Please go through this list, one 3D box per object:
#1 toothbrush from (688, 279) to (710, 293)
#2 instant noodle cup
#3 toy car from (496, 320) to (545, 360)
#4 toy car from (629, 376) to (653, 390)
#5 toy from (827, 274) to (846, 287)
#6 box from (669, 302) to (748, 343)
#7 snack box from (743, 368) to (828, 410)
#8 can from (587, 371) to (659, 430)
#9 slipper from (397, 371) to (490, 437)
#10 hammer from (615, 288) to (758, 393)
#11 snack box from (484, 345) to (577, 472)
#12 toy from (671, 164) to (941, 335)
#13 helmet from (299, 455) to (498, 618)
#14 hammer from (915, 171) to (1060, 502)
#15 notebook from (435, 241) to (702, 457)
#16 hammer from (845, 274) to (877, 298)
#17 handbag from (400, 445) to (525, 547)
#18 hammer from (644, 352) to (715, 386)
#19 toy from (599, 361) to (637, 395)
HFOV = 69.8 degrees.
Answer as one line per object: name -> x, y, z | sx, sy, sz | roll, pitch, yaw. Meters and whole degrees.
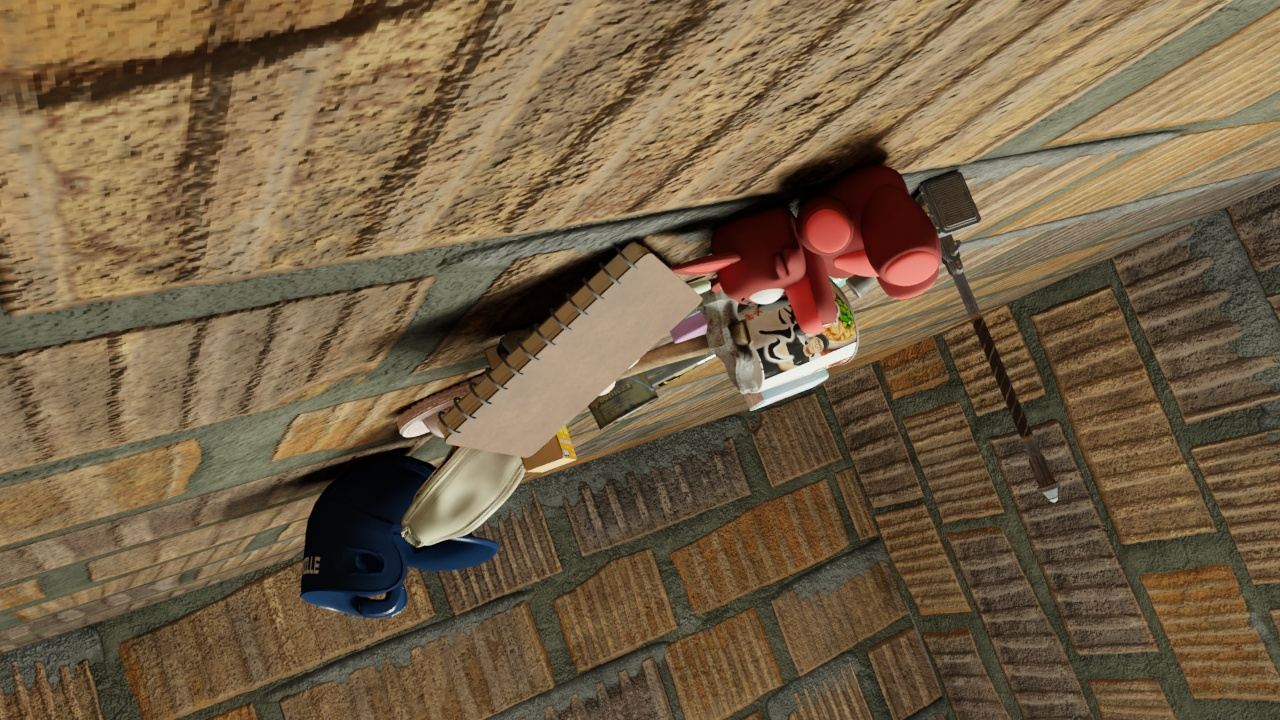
toothbrush -> -0.001, -0.053, 0.925 | 0.154, 0.015, 0.022 | -19, -150, -4
instant noodle cup -> 0.161, -0.027, 1.047 | 0.121, 0.123, 0.124 | -26, 175, -22
toy car -> -0.083, -0.017, 0.865 | 0.105, 0.048, 0.033 | -16, 138, -38
toy car -> -0.026, 0.016, 1.152 | 0.091, 0.062, 0.033 | -12, 169, -44
toy -> 0.242, -0.101, 1.153 | 0.085, 0.033, 0.105 | -29, 173, -13
box -> 0.110, -0.053, 1.135 | 0.076, 0.033, 0.213 | -27, 169, 30
snack box -> 0.174, 0.002, 1.188 | 0.093, 0.094, 0.079 | -21, 172, -11
can -> -0.032, 0.039, 1.218 | 0.090, 0.074, 0.090 | -29, 175, -3
slipper -> -0.163, 0.049, 1.044 | 0.240, 0.064, 0.094 | -24, 171, 18
hammer -> -0.006, 0.006, 1.056 | 0.320, 0.121, 0.048 | -16, 176, 38
snack box -> -0.110, 0.047, 0.931 | 0.040, 0.125, 0.088 | -20, 172, 1
toy -> 0.140, -0.083, 0.754 | 0.197, 0.120, 0.158 | -14, 177, 17
helmet -> -0.341, 0.250, 1.329 | 0.272, 0.222, 0.233 | 12, 153, -9
hammer -> 0.337, -0.017, 0.892 | 0.044, 0.322, 0.098 | -19, 172, -6
notebook -> -0.057, -0.003, 0.787 | 0.226, 0.024, 0.167 | -42, 159, 8
hammer -> 0.307, -0.111, 1.181 | 0.119, 0.030, 0.331 | -39, 172, 5
handbag -> -0.236, 0.133, 1.204 | 0.185, 0.132, 0.228 | -39, -173, 32
hammer -> 0.065, 0.009, 1.413 | 0.169, 0.034, 0.325 | -25, 176, -12
toy -> -0.043, 0.004, 0.992 | 0.108, 0.053, 0.105 | -25, 154, -43
